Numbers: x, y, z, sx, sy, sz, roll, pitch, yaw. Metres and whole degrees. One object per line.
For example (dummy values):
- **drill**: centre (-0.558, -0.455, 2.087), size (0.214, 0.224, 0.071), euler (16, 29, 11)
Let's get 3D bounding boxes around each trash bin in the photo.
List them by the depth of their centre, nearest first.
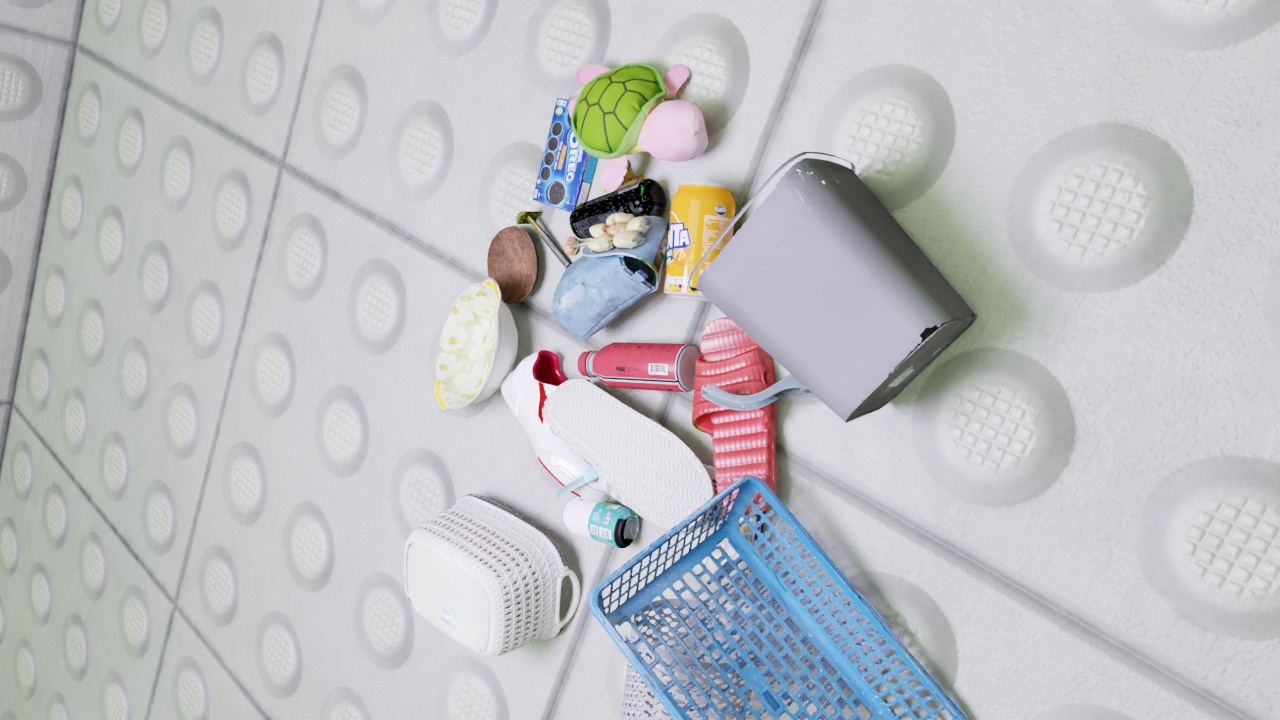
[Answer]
- **trash bin**: centre (0.212, -0.071, 0.973), size (0.220, 0.197, 0.198), euler (50, 118, 18)
- **trash bin**: centre (0.053, 0.408, 1.108), size (0.157, 0.156, 0.183), euler (17, 103, 36)

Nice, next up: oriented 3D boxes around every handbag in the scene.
- **handbag**: centre (-0.047, -0.120, 1.193), size (0.192, 0.121, 0.118), euler (-30, 117, 38)

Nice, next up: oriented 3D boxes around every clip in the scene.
- **clip**: centre (0.157, -0.015, 1.079), size (0.173, 0.031, 0.164), euler (-1, 65, 4)
- **clip**: centre (-0.023, -0.248, 1.244), size (0.054, 0.046, 0.048), euler (-25, 108, 35)

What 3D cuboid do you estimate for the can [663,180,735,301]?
- **can**: centre (0.074, -0.145, 1.135), size (0.079, 0.079, 0.142), euler (8, 95, 37)

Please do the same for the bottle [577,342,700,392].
- **bottle**: centre (-0.007, 0.007, 1.207), size (0.177, 0.062, 0.062), euler (2, 91, 37)

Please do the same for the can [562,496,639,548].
- **can**: centre (-0.054, 0.218, 1.247), size (0.102, 0.054, 0.055), euler (9, 95, 37)

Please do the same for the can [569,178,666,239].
- **can**: centre (-0.031, -0.200, 1.228), size (0.138, 0.053, 0.054), euler (-14, 82, 36)

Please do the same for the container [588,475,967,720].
- **container**: centre (0.137, 0.334, 0.977), size (0.362, 0.256, 0.089), euler (50, 149, 15)

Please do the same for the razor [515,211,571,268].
- **razor**: centre (-0.134, -0.173, 1.323), size (0.026, 0.042, 0.106), euler (-46, 74, 25)

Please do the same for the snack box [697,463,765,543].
- **snack box**: centre (0.087, 0.174, 1.157), size (0.150, 0.026, 0.082), euler (9, 93, 36)

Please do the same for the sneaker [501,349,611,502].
- **sneaker**: centre (-0.095, 0.079, 1.262), size (0.104, 0.090, 0.236), euler (-51, 58, 24)

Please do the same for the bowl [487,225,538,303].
- **bowl**: centre (-0.183, -0.141, 1.360), size (0.102, 0.026, 0.114), euler (-11, 84, 37)

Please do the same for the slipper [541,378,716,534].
- **slipper**: centre (-0.017, 0.119, 1.173), size (0.273, 0.054, 0.114), euler (39, 86, 27)

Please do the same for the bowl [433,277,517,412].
- **bowl**: centre (-0.234, -0.016, 1.359), size (0.220, 0.060, 0.188), euler (-59, 39, 22)

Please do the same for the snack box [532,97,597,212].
- **snack box**: centre (-0.099, -0.288, 1.296), size (0.082, 0.027, 0.150), euler (22, 103, 34)

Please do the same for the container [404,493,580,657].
- **container**: centre (-0.226, 0.313, 1.322), size (0.252, 0.142, 0.185), euler (20, 116, 35)

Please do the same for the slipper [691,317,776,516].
- **slipper**: centre (0.110, 0.062, 1.107), size (0.104, 0.059, 0.248), euler (-16, 72, 33)

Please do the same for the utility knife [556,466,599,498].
- **utility knife**: centre (-0.048, 0.141, 1.208), size (0.022, 0.147, 0.015), euler (58, 166, 11)

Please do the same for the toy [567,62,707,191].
- **toy**: centre (-0.011, -0.316, 1.187), size (0.238, 0.087, 0.190), euler (37, 91, 33)
